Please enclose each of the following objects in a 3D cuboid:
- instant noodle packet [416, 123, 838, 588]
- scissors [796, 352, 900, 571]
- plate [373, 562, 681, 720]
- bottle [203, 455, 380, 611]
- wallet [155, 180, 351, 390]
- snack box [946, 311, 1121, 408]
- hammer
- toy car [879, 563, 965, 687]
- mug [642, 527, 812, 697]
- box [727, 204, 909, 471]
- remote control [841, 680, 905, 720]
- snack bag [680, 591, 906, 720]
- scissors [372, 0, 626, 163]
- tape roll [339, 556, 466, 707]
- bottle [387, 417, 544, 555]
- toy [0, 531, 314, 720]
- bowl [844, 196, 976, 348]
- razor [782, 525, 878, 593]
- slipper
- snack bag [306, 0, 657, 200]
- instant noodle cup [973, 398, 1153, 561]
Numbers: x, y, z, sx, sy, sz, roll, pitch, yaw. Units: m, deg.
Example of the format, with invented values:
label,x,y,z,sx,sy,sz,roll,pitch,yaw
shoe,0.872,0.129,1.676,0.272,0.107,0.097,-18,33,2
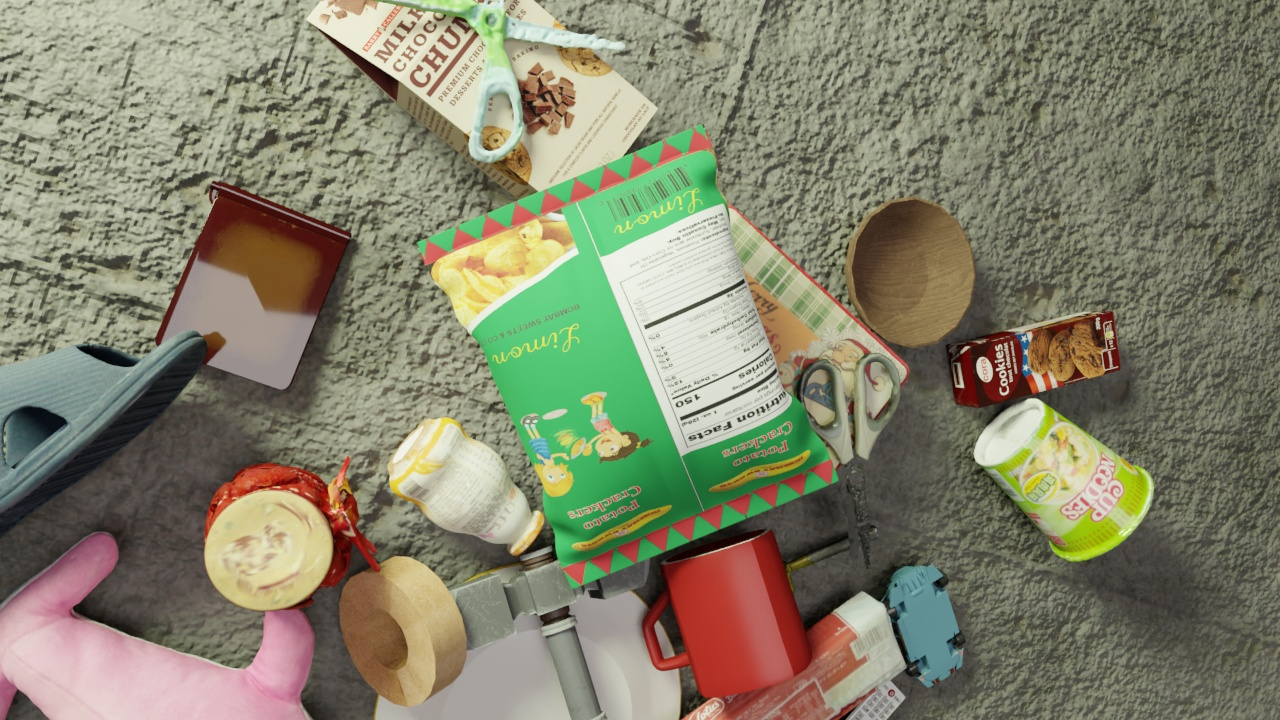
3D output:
label,x,y,z,sx,sy,sz,roll,pitch,yaw
instant noodle packet,-0.004,0.004,0.600,0.195,0.090,0.253,-22,101,1
scissors,0.149,0.075,0.682,0.132,0.012,0.169,23,92,-14
plate,-0.077,0.262,0.673,0.229,0.021,0.230,-1,94,-16
bottle,-0.219,0.107,0.577,0.099,0.111,0.099,0,89,-17
wallet,-0.256,-0.048,0.605,0.091,0.018,0.115,21,84,-16
snack box,0.328,-0.002,0.764,0.140,0.032,0.051,-13,97,-15
hammer,-0.024,0.286,0.628,0.155,0.043,0.322,-16,84,-20
toy car,0.229,0.214,0.754,0.060,0.027,0.108,-27,110,-13
mug,0.055,0.185,0.669,0.116,0.080,0.096,-19,83,16
box,0.095,-0.012,0.689,0.205,0.050,0.117,41,82,-14
remote control,0.166,0.311,0.750,0.124,0.012,0.028,-44,104,-9
snack bag,0.104,0.271,0.709,0.225,0.041,0.077,-31,118,-11
scissors,-0.092,-0.209,0.568,0.171,0.021,0.172,9,87,-13
tape roll,-0.158,0.179,0.608,0.027,0.094,0.094,-20,101,-52
bottle,-0.117,0.089,0.629,0.108,0.063,0.063,41,82,-16
toy,-0.284,0.231,0.559,0.265,0.128,0.186,35,88,-10
bowl,0.207,-0.068,0.723,0.117,0.030,0.118,0,90,-20
razor,0.145,0.152,0.726,0.105,0.042,0.026,-15,96,-24
slipper,-0.378,0.051,0.539,0.263,0.101,0.082,-39,96,-4
snack bag,-0.104,-0.192,0.608,0.206,0.070,0.094,37,83,-15
instant noodle cup,0.337,0.091,0.746,0.108,0.099,0.099,40,82,-7
